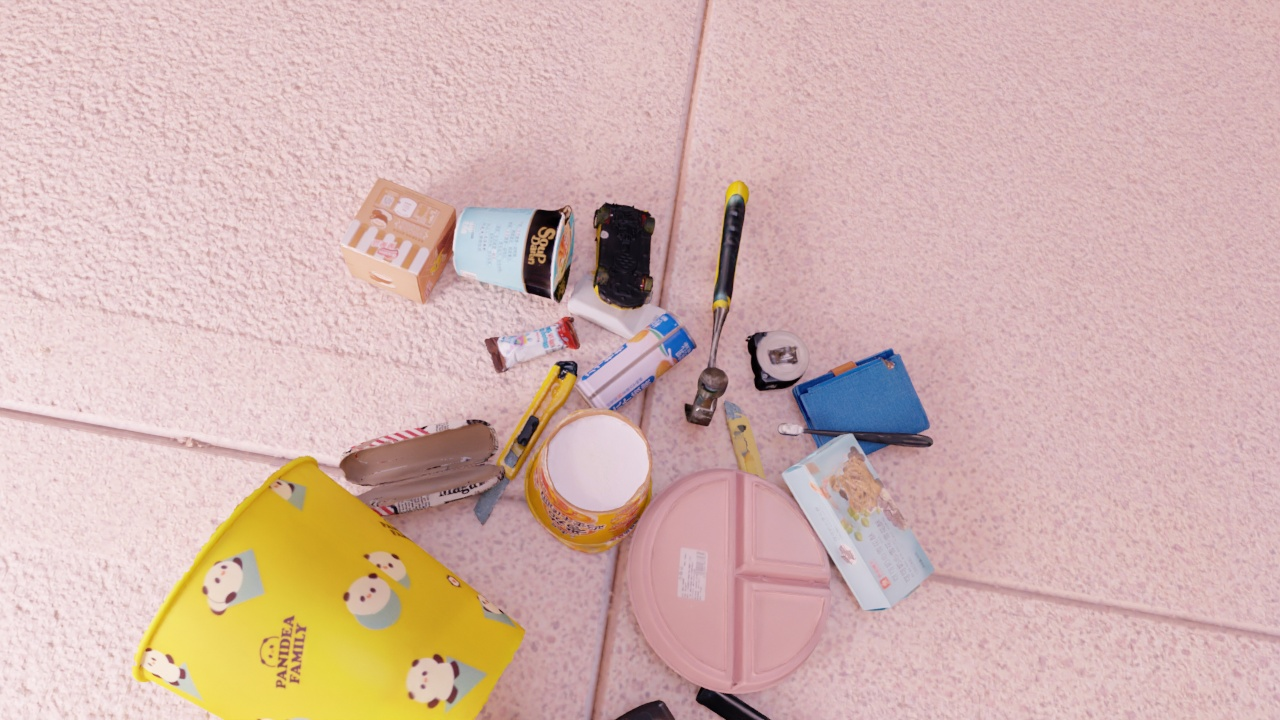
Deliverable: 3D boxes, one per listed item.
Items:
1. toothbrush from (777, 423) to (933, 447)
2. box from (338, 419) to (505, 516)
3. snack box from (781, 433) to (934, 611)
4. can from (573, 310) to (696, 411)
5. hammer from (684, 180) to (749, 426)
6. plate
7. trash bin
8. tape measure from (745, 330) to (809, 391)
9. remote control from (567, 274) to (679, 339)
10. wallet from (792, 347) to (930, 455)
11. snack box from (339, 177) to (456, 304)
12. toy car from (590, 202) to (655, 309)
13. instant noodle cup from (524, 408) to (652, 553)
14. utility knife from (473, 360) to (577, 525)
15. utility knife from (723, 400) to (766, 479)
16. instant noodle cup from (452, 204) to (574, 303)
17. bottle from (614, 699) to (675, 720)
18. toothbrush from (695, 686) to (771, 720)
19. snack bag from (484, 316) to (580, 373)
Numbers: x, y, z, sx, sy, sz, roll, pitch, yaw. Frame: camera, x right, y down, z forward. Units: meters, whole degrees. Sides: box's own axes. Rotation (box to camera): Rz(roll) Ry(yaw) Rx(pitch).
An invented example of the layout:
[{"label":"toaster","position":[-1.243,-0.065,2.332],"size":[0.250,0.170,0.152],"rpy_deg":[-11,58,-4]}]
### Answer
[{"label":"toothbrush","position":[0.240,0.083,1.012],"size":[0.181,0.018,0.015],"rpy_deg":[6,78,-10]},{"label":"box","position":[-0.220,0.120,0.937],"size":[0.162,0.076,0.088],"rpy_deg":[-12,49,-11]},{"label":"snack box","position":[0.229,0.170,0.968],"size":[0.074,0.052,0.175],"rpy_deg":[-29,85,-29]},{"label":"can","position":[-0.006,0.006,1.008],"size":[0.134,0.053,0.053],"rpy_deg":[-38,78,-7]},{"label":"hammer","position":[0.091,-0.070,1.044],"size":[0.032,0.126,0.322],"rpy_deg":[12,58,-1]},{"label":"plate","position":[0.098,0.220,0.942],"size":[0.229,0.028,0.229],"rpy_deg":[7,69,-17]},{"label":"trash bin","position":[-0.258,0.249,0.812],"size":[0.255,0.230,0.229],"rpy_deg":[34,69,0]},{"label":"tape measure","position":[0.159,-0.002,1.055],"size":[0.066,0.034,0.065],"rpy_deg":[-8,72,-10]},{"label":"remote control","position":[-0.021,-0.055,1.057],"size":[0.125,0.024,0.049],"rpy_deg":[25,69,2]},{"label":"wallet","position":[0.250,0.053,1.044],"size":[0.133,0.040,0.106],"rpy_deg":[-21,82,-14]},{"label":"snack box","position":[-0.267,-0.132,1.026],"size":[0.093,0.077,0.094],"rpy_deg":[22,67,1]},{"label":"toy car","position":[-0.022,-0.121,1.063],"size":[0.071,0.041,0.155],"rpy_deg":[8,57,-13]},{"label":"instant noodle cup","position":[-0.048,0.116,0.942],"size":[0.138,0.110,0.137],"rpy_deg":[3,69,-8]},{"label":"utility knife","position":[-0.123,0.084,0.995],"size":[0.033,0.015,0.208],"rpy_deg":[27,69,6]},{"label":"utility knife","position":[0.121,0.122,1.016],"size":[0.031,0.018,0.167],"rpy_deg":[-8,66,-17]},{"label":"instant noodle cup","position":[-0.143,-0.127,1.031],"size":[0.120,0.111,0.111],"rpy_deg":[9,68,4]},{"label":"bottle","position":[-0.045,0.404,0.869],"size":[0.194,0.044,0.080],"rpy_deg":[-29,75,-16]},{"label":"toothbrush","position":[0.151,0.386,0.910],"size":[0.212,0.027,0.026],"rpy_deg":[32,110,5]},{"label":"snack bag","position":[-0.119,-0.019,1.029],"size":[0.105,0.026,0.045],"rpy_deg":[-18,76,-11]}]
